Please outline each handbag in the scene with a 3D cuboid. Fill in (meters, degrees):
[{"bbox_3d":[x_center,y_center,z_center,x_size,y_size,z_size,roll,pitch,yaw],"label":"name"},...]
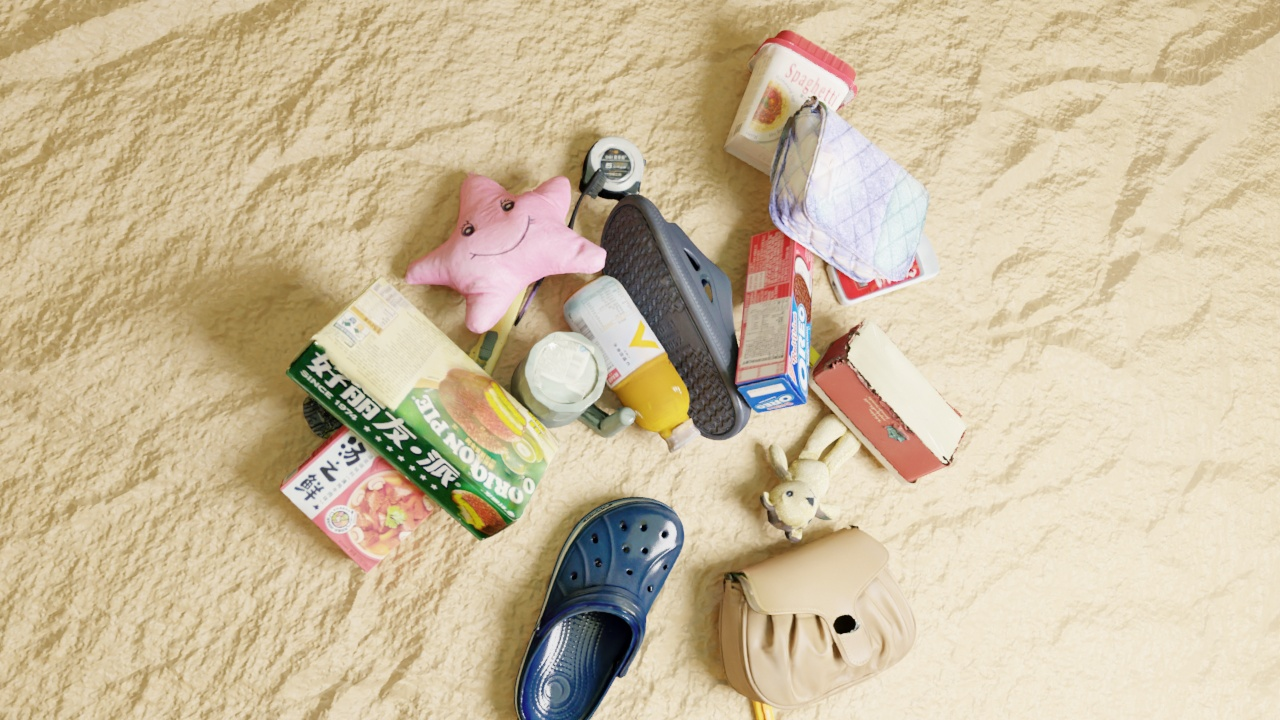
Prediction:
[{"bbox_3d":[0.220,-0.172,0.973,0.193,0.076,0.134,27,76,-37],"label":"handbag"},{"bbox_3d":[0.179,0.259,0.923,0.204,0.100,0.147,-15,83,-24],"label":"handbag"}]

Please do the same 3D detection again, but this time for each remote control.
[{"bbox_3d":[0.281,-0.106,1.058,0.135,0.020,0.056,-18,84,-16],"label":"remote control"}]

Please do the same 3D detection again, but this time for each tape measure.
[{"bbox_3d":[-0.029,-0.207,0.992,0.065,0.034,0.066,14,79,-12],"label":"tape measure"}]

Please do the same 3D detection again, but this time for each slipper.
[{"bbox_3d":[0.048,-0.048,0.958,0.083,0.111,0.268,-28,92,-42],"label":"slipper"},{"bbox_3d":[-0.043,0.242,0.878,0.105,0.095,0.252,31,78,-9],"label":"slipper"}]

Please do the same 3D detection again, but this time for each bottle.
[{"bbox_3d":[-0.006,0.005,0.929,0.068,0.068,0.189,-32,85,-17],"label":"bottle"}]

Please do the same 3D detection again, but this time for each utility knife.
[{"bbox_3d":[-0.146,-0.042,0.945,0.031,0.018,0.151,21,71,-4],"label":"utility knife"}]

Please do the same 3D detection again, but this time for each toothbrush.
[{"bbox_3d":[-0.083,-0.117,0.957,0.016,0.014,0.189,30,86,-22],"label":"toothbrush"}]

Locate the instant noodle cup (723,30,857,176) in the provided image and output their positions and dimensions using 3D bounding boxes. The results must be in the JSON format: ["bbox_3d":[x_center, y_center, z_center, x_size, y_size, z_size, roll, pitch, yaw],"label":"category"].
[{"bbox_3d":[0.159,-0.277,1.018,0.116,0.117,0.124,29,87,-8],"label":"instant noodle cup"}]

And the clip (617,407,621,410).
[{"bbox_3d":[0.003,0.042,0.966,0.055,0.013,0.038,5,79,-11],"label":"clip"}]

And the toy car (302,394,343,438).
[{"bbox_3d":[-0.271,0.036,0.886,0.105,0.031,0.049,-25,101,-15],"label":"toy car"}]

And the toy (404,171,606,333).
[{"bbox_3d":[-0.147,-0.120,0.924,0.194,0.075,0.178,-28,64,-5],"label":"toy"}]

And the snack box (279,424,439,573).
[{"bbox_3d":[-0.248,0.111,0.857,0.127,0.044,0.113,-44,104,-11],"label":"snack box"}]

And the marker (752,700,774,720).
[{"bbox_3d":[0.119,0.324,0.942,0.018,0.015,0.123,-8,80,-22],"label":"marker"}]

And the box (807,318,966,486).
[{"bbox_3d":[0.271,0.041,0.984,0.168,0.079,0.091,47,47,-3],"label":"box"}]

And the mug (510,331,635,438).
[{"bbox_3d":[-0.065,0.031,0.904,0.124,0.103,0.083,35,73,-5],"label":"mug"}]

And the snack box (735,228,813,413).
[{"bbox_3d":[0.140,-0.045,0.946,0.057,0.058,0.207,51,38,-41],"label":"snack box"}]

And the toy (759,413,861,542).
[{"bbox_3d":[0.185,0.119,0.970,0.105,0.066,0.156,49,56,-8],"label":"toy"}]

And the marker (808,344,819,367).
[{"bbox_3d":[0.220,0.029,1.021,0.124,0.015,0.018,48,35,-4],"label":"marker"}]

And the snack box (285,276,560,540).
[{"bbox_3d":[-0.192,0.044,0.844,0.240,0.063,0.114,44,37,-15],"label":"snack box"}]
